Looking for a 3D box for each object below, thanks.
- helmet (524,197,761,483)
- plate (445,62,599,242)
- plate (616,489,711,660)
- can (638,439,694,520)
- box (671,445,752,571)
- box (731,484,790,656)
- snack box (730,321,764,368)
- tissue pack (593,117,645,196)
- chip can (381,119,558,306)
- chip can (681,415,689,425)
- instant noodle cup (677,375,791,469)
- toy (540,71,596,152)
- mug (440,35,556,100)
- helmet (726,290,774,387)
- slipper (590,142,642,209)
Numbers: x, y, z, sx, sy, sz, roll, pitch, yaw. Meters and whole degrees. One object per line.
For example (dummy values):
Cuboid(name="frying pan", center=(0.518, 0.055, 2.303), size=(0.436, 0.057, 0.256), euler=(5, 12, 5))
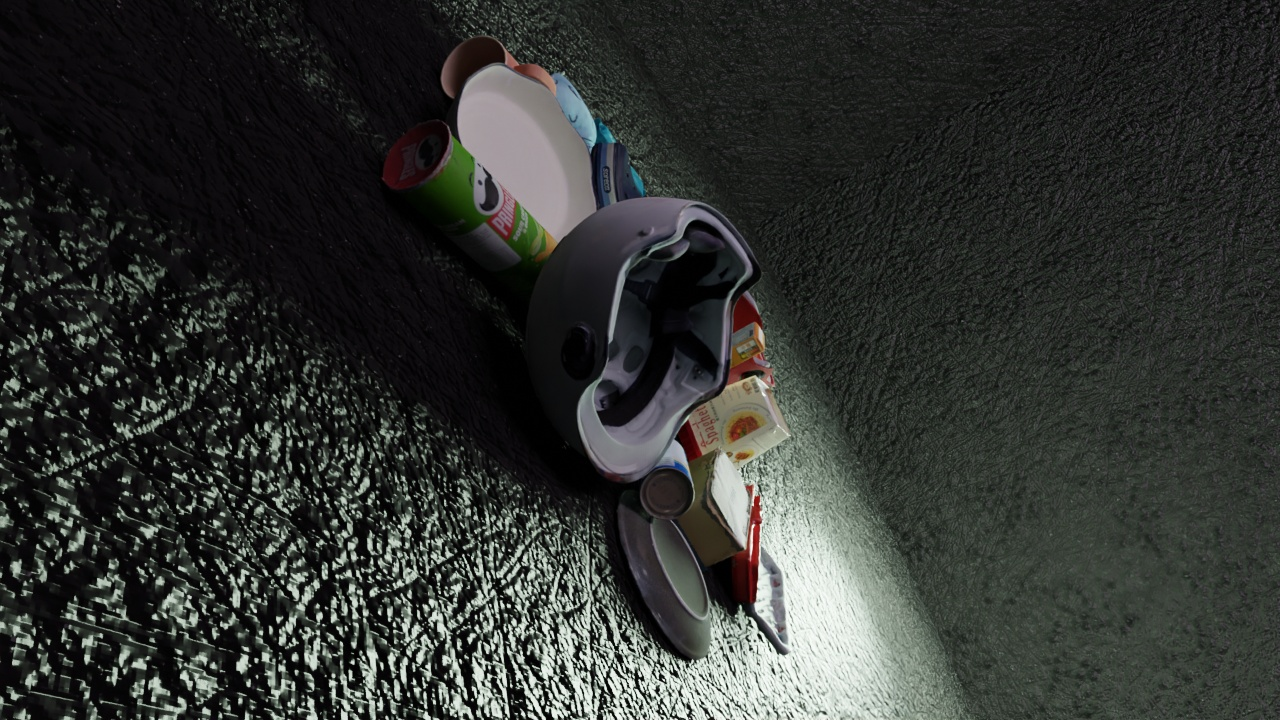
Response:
Cuboid(name="helmet", center=(-0.020, -0.033, 0.845), size=(0.146, 0.259, 0.228), euler=(26, 13, 31))
Cuboid(name="plate", center=(-0.127, -0.208, 0.968), size=(0.204, 0.046, 0.204), euler=(29, 53, -46))
Cuboid(name="plate", center=(0.031, 0.205, 0.902), size=(0.179, 0.024, 0.179), euler=(54, 17, -25))
Cuboid(name="can", center=(0.024, 0.116, 0.937), size=(0.053, 0.053, 0.134), euler=(59, 4, -9))
Cuboid(name="box", center=(0.082, 0.171, 1.068), size=(0.090, 0.062, 0.184), euler=(60, 17, -5))
Cuboid(name="box", center=(0.147, 0.258, 1.151), size=(0.200, 0.059, 0.161), euler=(-65, 137, -73))
Cuboid(name="snack box", center=(0.092, 0.003, 1.213), size=(0.026, 0.154, 0.075), euler=(58, 15, -10))
Cuboid(name="tissue pack", center=(-0.062, -0.270, 1.316), size=(0.133, 0.093, 0.050), euler=(55, 21, -26))
Cuboid(name="chip can", center=(-0.133, -0.118, 0.845), size=(0.236, 0.072, 0.072), euler=(44, 23, -51))
Cuboid(name="chip can", center=(-0.024, -0.013, 1.016), size=(0.221, 0.073, 0.072), euler=(58, 15, -14))
Cuboid(name="instant noodle cup", center=(0.122, 0.087, 1.223), size=(0.116, 0.124, 0.116), euler=(34, 31, -59))
Cuboid(name="toy", center=(-0.082, -0.293, 1.165), size=(0.161, 0.050, 0.156), euler=(39, 33, -60))
Cuboid(name="mug", center=(-0.151, -0.309, 1.051), size=(0.106, 0.115, 0.081), euler=(36, 54, -63))
Cuboid(name="helmet", center=(0.116, -0.042, 1.417), size=(0.240, 0.144, 0.206), euler=(67, 7, -46))
Cuboid(name="slipper", center=(0.000, -0.142, 1.109), size=(0.105, 0.095, 0.253), euler=(-104, 180, -76))
